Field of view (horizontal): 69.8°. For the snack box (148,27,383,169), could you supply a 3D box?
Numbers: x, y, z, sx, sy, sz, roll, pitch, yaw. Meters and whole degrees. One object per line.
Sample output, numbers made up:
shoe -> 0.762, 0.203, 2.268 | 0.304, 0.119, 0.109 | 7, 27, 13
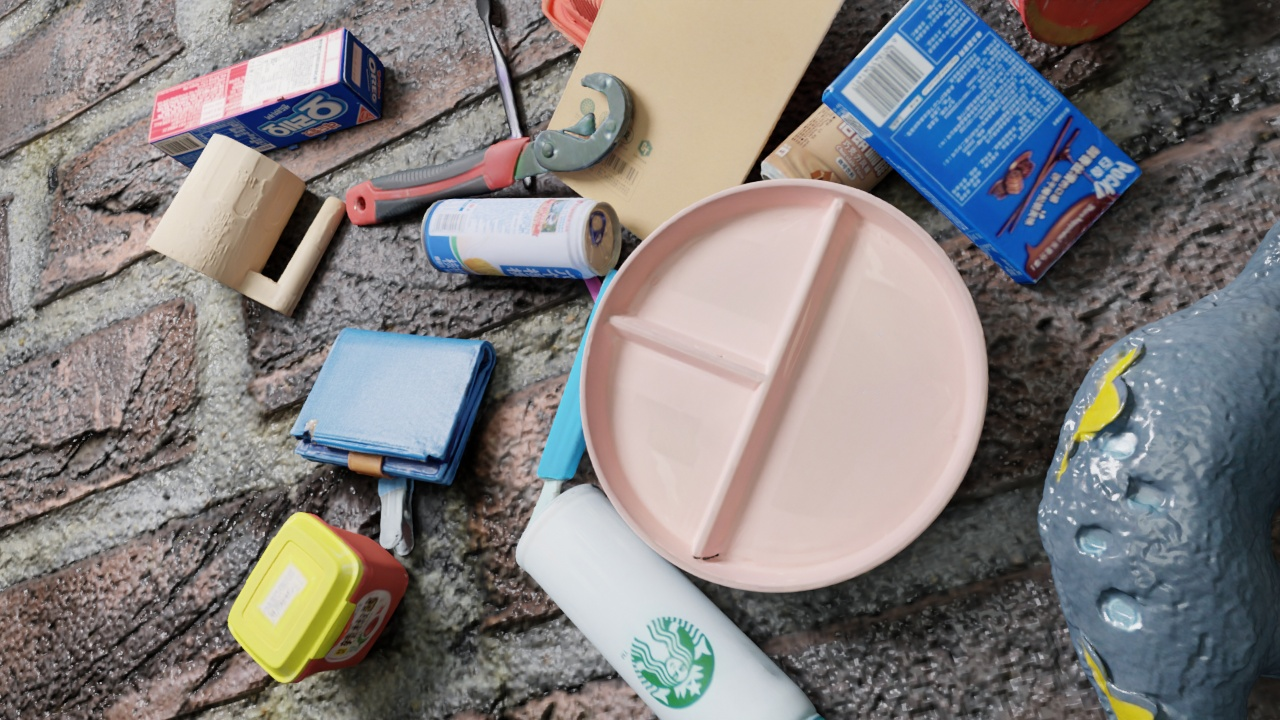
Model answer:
snack box -> -0.316, -0.216, 0.776 | 0.208, 0.057, 0.058 | -9, 68, 21

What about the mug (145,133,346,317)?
mug -> -0.311, -0.107, 0.735 | 0.124, 0.084, 0.103 | 26, 83, 3

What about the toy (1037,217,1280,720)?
toy -> 0.262, 0.060, 0.422 | 0.138, 0.091, 0.356 | 16, 83, 14

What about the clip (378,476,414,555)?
clip -> -0.168, 0.106, 0.636 | 0.025, 0.031, 0.057 | -19, 59, 15

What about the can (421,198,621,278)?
can -> -0.083, -0.085, 0.632 | 0.135, 0.053, 0.053 | 5, 76, 28

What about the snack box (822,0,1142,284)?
snack box -> 0.187, -0.125, 0.509 | 0.157, 0.026, 0.084 | 43, 94, -1

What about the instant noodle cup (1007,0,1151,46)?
instant noodle cup -> 0.237, -0.264, 0.515 | 0.138, 0.138, 0.108 | -38, 54, 8

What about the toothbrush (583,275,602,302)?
toothbrush -> -0.004, 0.003, 0.595 | 0.014, 0.017, 0.189 | -35, 62, 12

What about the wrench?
wrench -> -0.120, -0.140, 0.663 | 0.274, 0.016, 0.056 | -12, 94, 32

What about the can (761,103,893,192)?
can -> 0.132, -0.136, 0.555 | 0.116, 0.058, 0.058 | -44, 62, 6

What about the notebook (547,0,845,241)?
notebook -> 0.024, -0.179, 0.579 | 0.148, 0.008, 0.208 | 39, 119, 18

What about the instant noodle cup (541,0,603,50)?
instant noodle cup -> 0.023, -0.272, 0.634 | 0.189, 0.079, 0.164 | 43, 98, 23

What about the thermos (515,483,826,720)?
thermos -> 0.025, 0.163, 0.501 | 0.224, 0.073, 0.073 | 41, 92, 28

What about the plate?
plate -> 0.073, 0.012, 0.514 | 0.230, 0.028, 0.229 | -5, 78, 23

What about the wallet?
wallet -> -0.174, 0.030, 0.648 | 0.133, 0.040, 0.106 | 5, 66, 26

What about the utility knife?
utility knife -> -0.042, 0.037, 0.595 | 0.034, 0.018, 0.199 | 21, 89, 37

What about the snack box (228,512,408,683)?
snack box -> -0.207, 0.154, 0.601 | 0.082, 0.080, 0.091 | 31, 88, 27

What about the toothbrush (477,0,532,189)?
toothbrush -> -0.103, -0.212, 0.709 | 0.014, 0.016, 0.189 | -25, 68, 27
